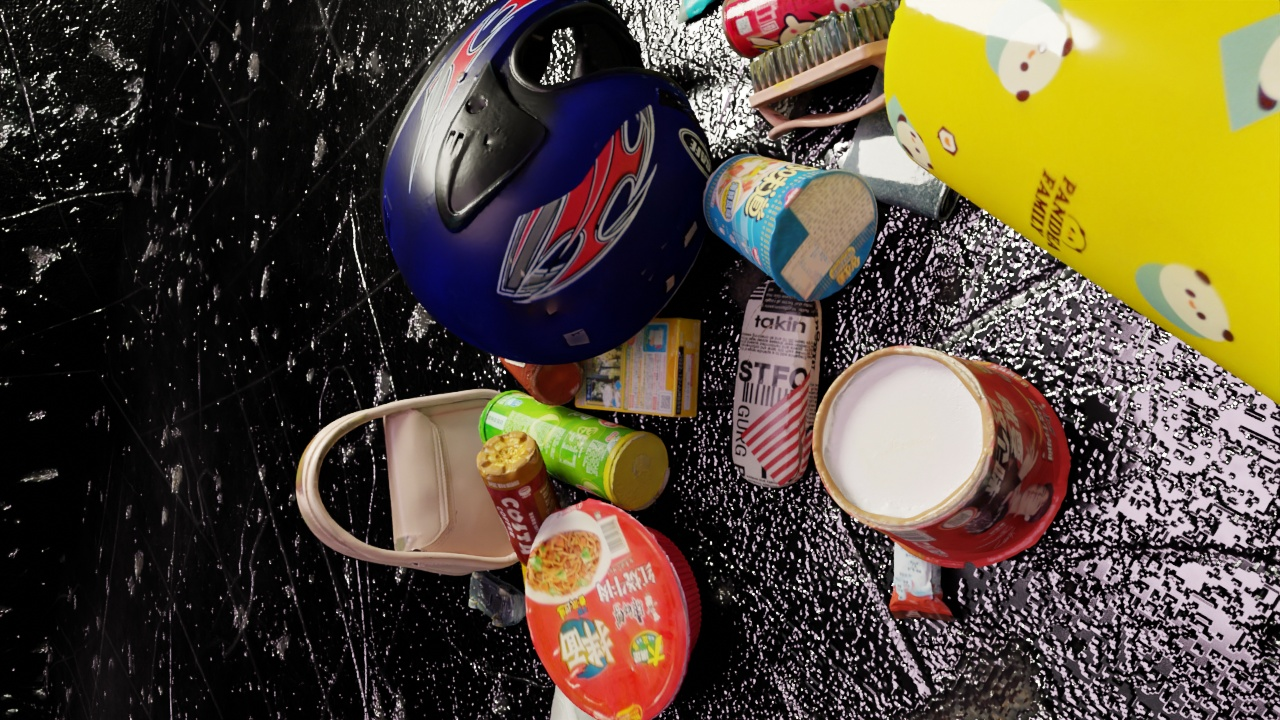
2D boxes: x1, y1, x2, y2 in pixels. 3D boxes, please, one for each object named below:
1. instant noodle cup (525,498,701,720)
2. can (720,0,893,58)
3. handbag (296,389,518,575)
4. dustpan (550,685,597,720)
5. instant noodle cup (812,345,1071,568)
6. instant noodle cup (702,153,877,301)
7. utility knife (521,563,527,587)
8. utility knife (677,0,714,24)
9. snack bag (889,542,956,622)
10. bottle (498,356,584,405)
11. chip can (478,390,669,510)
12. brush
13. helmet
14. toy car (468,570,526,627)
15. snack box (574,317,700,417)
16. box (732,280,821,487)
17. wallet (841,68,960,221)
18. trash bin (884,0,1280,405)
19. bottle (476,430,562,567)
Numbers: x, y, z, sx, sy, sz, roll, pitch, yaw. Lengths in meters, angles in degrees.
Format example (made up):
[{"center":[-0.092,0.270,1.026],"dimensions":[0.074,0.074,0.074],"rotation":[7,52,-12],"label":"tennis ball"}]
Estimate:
[{"center":[-0.016,0.214,0.808],"dimensions":[0.194,0.065,0.194],"rotation":[4,96,41],"label":"instant noodle cup"},{"center":[0.128,-0.276,0.702],"dimensions":[0.133,0.053,0.053],"rotation":[-4,84,47],"label":"can"},{"center":[-0.231,0.125,0.932],"dimensions":[0.094,0.233,0.193],"rotation":[-23,70,42],"label":"handbag"},{"center":[-0.006,0.442,0.834],"dimensions":[0.258,0.142,0.223],"rotation":[-143,62,-74],"label":"dustpan"},{"center":[0.180,0.056,0.564],"dimensions":[0.138,0.108,0.137],"rotation":[-12,70,35],"label":"instant noodle cup"},{"center":[0.105,-0.110,0.694],"dimensions":[0.110,0.099,0.099],"rotation":[41,117,51],"label":"instant noodle cup"},{"center":[-0.113,0.187,0.927],"dimensions":[0.015,0.033,0.172],"rotation":[7,108,41],"label":"utility knife"},{"center":[0.105,-0.338,0.760],"dimensions":[0.219,0.013,0.029],"rotation":[-16,74,48],"label":"utility knife"},{"center":[0.191,0.127,0.628],"dimensions":[0.048,0.026,0.104],"rotation":[-6,81,38],"label":"snack bag"},{"center":[-0.119,-0.014,0.931],"dimensions":[0.206,0.059,0.060],"rotation":[36,114,58],"label":"bottle"},{"center":[-0.071,0.081,0.882],"dimensions":[0.222,0.072,0.072],"rotation":[14,97,47],"label":"chip can"},{"center":[0.134,-0.208,0.679],"dimensions":[0.146,0.063,0.073],"rotation":[-6,106,58],"label":"brush"},{"center":[-0.057,-0.146,0.770],"dimensions":[0.240,0.247,0.315],"rotation":[30,88,28],"label":"helmet"},{"center":[-0.155,0.254,0.990],"dimensions":[0.091,0.034,0.043],"rotation":[12,99,49],"label":"toy car"},{"center":[-0.005,0.005,0.845],"dimensions":[0.141,0.033,0.087],"rotation":[2,89,46],"label":"snack box"},{"center":[0.104,0.018,0.715],"dimensions":[0.068,0.051,0.164],"rotation":[4,90,28],"label":"box"},{"center":[0.196,-0.168,0.649],"dimensions":[0.097,0.019,0.121],"rotation":[33,110,44],"label":"wallet"},{"center":[0.269,-0.124,0.428],"dimensions":[0.255,0.229,0.230],"rotation":[47,120,45],"label":"trash bin"},{"center":[-0.102,0.146,0.865],"dimensions":[0.057,0.057,0.175],"rotation":[34,149,43],"label":"bottle"}]
